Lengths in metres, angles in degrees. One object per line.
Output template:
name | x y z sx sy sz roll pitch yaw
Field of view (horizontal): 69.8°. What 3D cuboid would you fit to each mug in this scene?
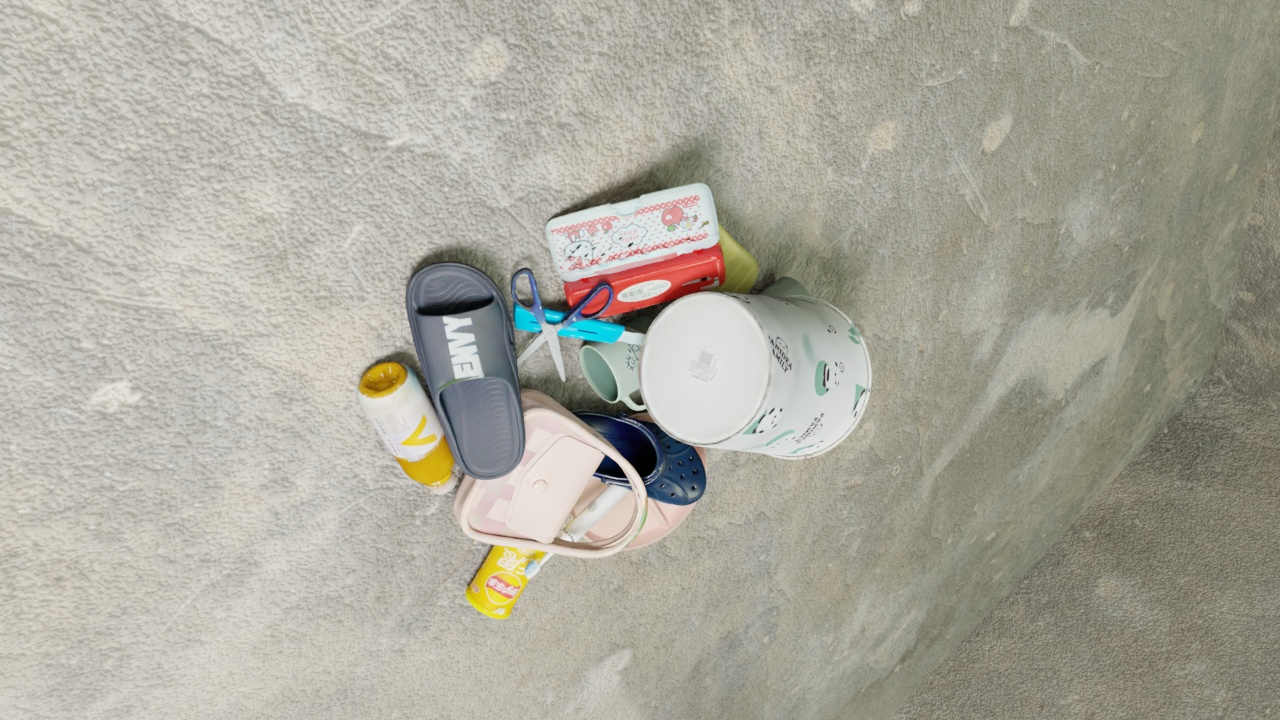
mug | 0.208 -0.055 1.355 0.103 0.124 0.084 -33 137 -19
mug | -0.007 0.007 1.211 0.106 0.082 0.111 -30 90 -29

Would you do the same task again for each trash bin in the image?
trash bin | 0.140 0.017 1.172 0.251 0.230 0.230 4 115 -56

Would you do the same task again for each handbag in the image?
handbag | -0.101 0.164 1.166 0.234 0.093 0.193 29 100 -15

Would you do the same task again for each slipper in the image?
slipper | -0.006 0.126 1.249 0.252 0.095 0.105 21 79 -26
slipper | -0.180 0.022 1.011 0.110 0.083 0.268 -16 113 -14
slipper | 0.072 -0.148 1.196 0.190 0.081 0.092 35 102 -33

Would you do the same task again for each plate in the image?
plate | -0.005 0.176 1.358 0.229 0.028 0.230 -12 117 -24

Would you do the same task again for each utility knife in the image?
utility knife | -0.068 -0.040 1.138 0.191 0.018 0.034 10 119 -23

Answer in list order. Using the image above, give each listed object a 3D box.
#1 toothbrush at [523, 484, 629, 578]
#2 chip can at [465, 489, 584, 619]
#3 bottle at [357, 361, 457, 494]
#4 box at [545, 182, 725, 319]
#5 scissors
toothbrush | -0.078 0.222 1.264 0.220 0.027 0.026 -41 124 -29
chip can | -0.161 0.250 1.267 0.072 0.072 0.213 23 100 -49
bottle | -0.261 0.085 1.057 0.068 0.068 0.190 -36 137 -19
box | -0.001 -0.125 1.106 0.201 0.060 0.161 -14 134 2
scissors | -0.104 -0.046 1.102 0.162 0.012 0.176 -24 127 2
